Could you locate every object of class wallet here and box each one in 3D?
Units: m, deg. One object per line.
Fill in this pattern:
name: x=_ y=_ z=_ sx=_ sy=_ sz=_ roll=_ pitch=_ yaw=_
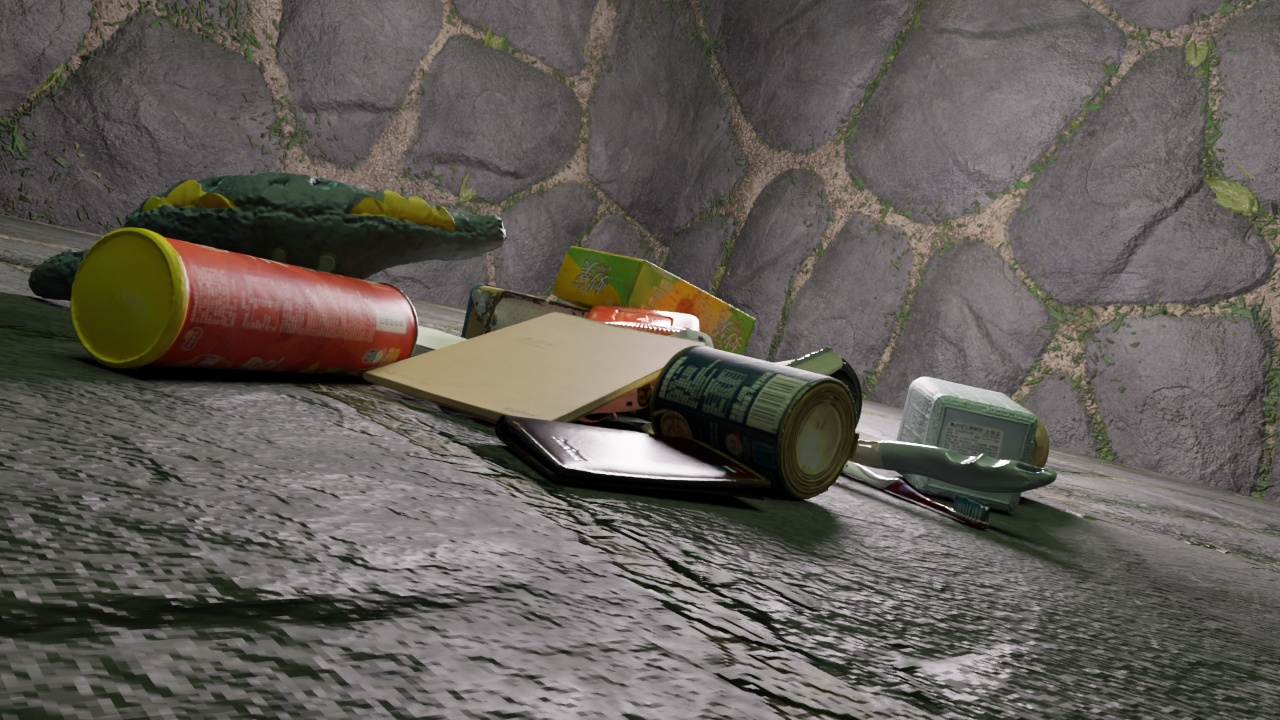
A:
wallet: x=-0.006 y=0.053 z=0.490 sx=0.122 sy=0.020 sz=0.096 roll=9 pitch=4 yaw=-27

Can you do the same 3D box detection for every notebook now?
notebook: x=-0.066 y=0.002 z=0.654 sx=0.150 sy=0.012 sz=0.210 roll=14 pitch=21 yaw=29

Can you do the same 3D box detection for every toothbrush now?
toothbrush: x=0.185 y=0.088 z=0.670 sx=0.016 sy=0.017 sz=0.188 roll=8 pitch=5 yaw=-24

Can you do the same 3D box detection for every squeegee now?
squeegee: x=0.174 y=0.061 z=0.666 sx=0.247 sy=0.039 sz=0.245 roll=16 pitch=25 yaw=40

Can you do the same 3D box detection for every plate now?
plate: x=-0.138 y=0.003 z=0.764 sx=0.164 sy=0.034 sz=0.163 roll=12 pitch=2 yaw=3

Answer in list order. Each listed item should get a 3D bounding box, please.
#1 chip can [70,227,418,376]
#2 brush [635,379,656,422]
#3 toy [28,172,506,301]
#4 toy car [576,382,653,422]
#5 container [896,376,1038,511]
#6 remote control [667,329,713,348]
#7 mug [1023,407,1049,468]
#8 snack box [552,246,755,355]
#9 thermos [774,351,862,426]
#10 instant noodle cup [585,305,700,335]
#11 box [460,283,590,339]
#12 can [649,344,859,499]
chip can: x=-0.223 y=-0.027 z=0.556 sx=0.073 sy=0.073 sz=0.216 roll=14 pitch=3 yaw=20
brush: x=0.055 y=0.031 z=0.788 sx=0.069 sy=0.063 sz=0.145 roll=-2 pitch=-6 yaw=36
toy: x=-0.280 y=-0.081 z=0.662 sx=0.356 sy=0.091 sz=0.138 roll=-8 pitch=-6 yaw=-2
toy car: x=-0.037 y=0.026 z=0.690 sx=0.056 sy=0.037 sz=0.122 roll=17 pitch=7 yaw=31
container: x=0.264 y=0.067 z=0.748 sx=0.090 sy=0.090 sz=0.111 roll=13 pitch=5 yaw=8
remote control: x=-0.005 y=0.005 z=0.810 sx=0.135 sy=0.019 sz=0.056 roll=-21 pitch=-15 yaw=25
mug: x=0.312 y=0.084 z=0.858 sx=0.125 sy=0.084 sz=0.103 roll=-13 pitch=-8 yaw=26
snack box: x=0.018 y=-0.067 z=1.152 sx=0.210 sy=0.070 sz=0.158 roll=24 pitch=-4 yaw=-40
thermos: x=0.142 y=0.037 z=0.881 sx=0.093 sy=0.093 sz=0.143 roll=11 pitch=-5 yaw=-30
instant noodle cup: x=-0.001 y=-0.007 z=0.945 sx=0.164 sy=0.079 sz=0.188 roll=6 pitch=14 yaw=1
box: x=-0.115 y=-0.031 z=1.060 sx=0.059 sy=0.090 sz=0.184 roll=15 pitch=1 yaw=44
can: x=0.070 y=0.037 z=0.576 sx=0.075 sy=0.075 sz=0.111 roll=10 pitch=4 yaw=-43
